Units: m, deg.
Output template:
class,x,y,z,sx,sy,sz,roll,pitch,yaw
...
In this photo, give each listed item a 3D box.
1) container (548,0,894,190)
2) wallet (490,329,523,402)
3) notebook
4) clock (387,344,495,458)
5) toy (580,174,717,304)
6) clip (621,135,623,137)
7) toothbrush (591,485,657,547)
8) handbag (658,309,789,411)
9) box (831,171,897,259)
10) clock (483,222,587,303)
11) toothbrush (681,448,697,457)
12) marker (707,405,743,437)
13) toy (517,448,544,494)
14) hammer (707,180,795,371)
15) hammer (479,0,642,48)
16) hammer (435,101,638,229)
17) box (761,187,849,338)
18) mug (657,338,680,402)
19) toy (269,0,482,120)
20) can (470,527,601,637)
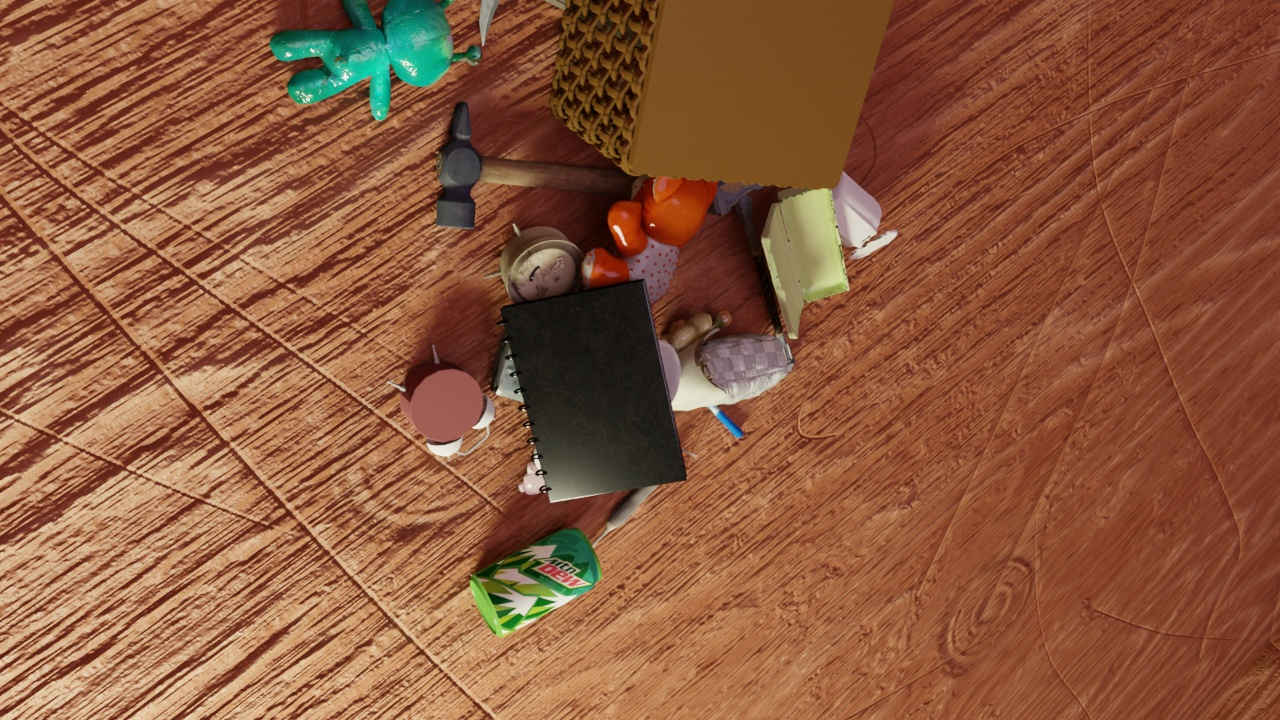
class,x,y,z,sx,sy,sz,roll,pitch,yaw
container,0.074,-0.318,0.939,0.251,0.214,0.220,-2,119,-27
wallet,-0.106,0.007,1.069,0.131,0.054,0.100,20,83,-34
notebook,-0.054,0.038,1.013,0.169,0.019,0.231,-10,105,9
clock,-0.215,0.052,1.020,0.087,0.044,0.124,-41,122,-14
toy,0.012,-0.147,1.032,0.173,0.093,0.163,-58,157,15
clip,-0.025,-0.255,1.057,0.051,0.045,0.014,-1,110,14
toothbrush,-0.019,0.195,1.199,0.022,0.024,0.185,42,80,6
handbag,0.096,-0.004,1.155,0.171,0.113,0.123,-8,75,-41
box,0.280,-0.187,1.222,0.159,0.091,0.081,27,121,-36
clock,-0.098,-0.102,1.032,0.140,0.054,0.093,14,119,-39
toothbrush,0.002,0.078,1.080,0.010,0.182,0.010,14,95,-46
marker,0.096,0.061,1.232,0.013,0.013,0.142,-50,124,-8
toy,-0.095,0.120,1.115,0.125,0.037,0.076,-39,135,10
hammer,0.158,-0.117,1.199,0.098,0.044,0.322,-33,122,-19
hammer,-0.025,-0.367,1.014,0.316,0.028,0.147,14,103,-33
hammer,-0.072,-0.206,1.033,0.321,0.040,0.129,-1,102,-32
box,0.204,-0.132,1.177,0.133,0.061,0.188,-45,138,-17
mug,-0.006,0.006,1.066,0.094,0.068,0.116,-17,112,-46
toy,-0.248,-0.299,0.878,0.193,0.072,0.131,-20,115,-15
can,-0.127,0.268,1.119,0.143,0.083,0.083,-23,116,-24
